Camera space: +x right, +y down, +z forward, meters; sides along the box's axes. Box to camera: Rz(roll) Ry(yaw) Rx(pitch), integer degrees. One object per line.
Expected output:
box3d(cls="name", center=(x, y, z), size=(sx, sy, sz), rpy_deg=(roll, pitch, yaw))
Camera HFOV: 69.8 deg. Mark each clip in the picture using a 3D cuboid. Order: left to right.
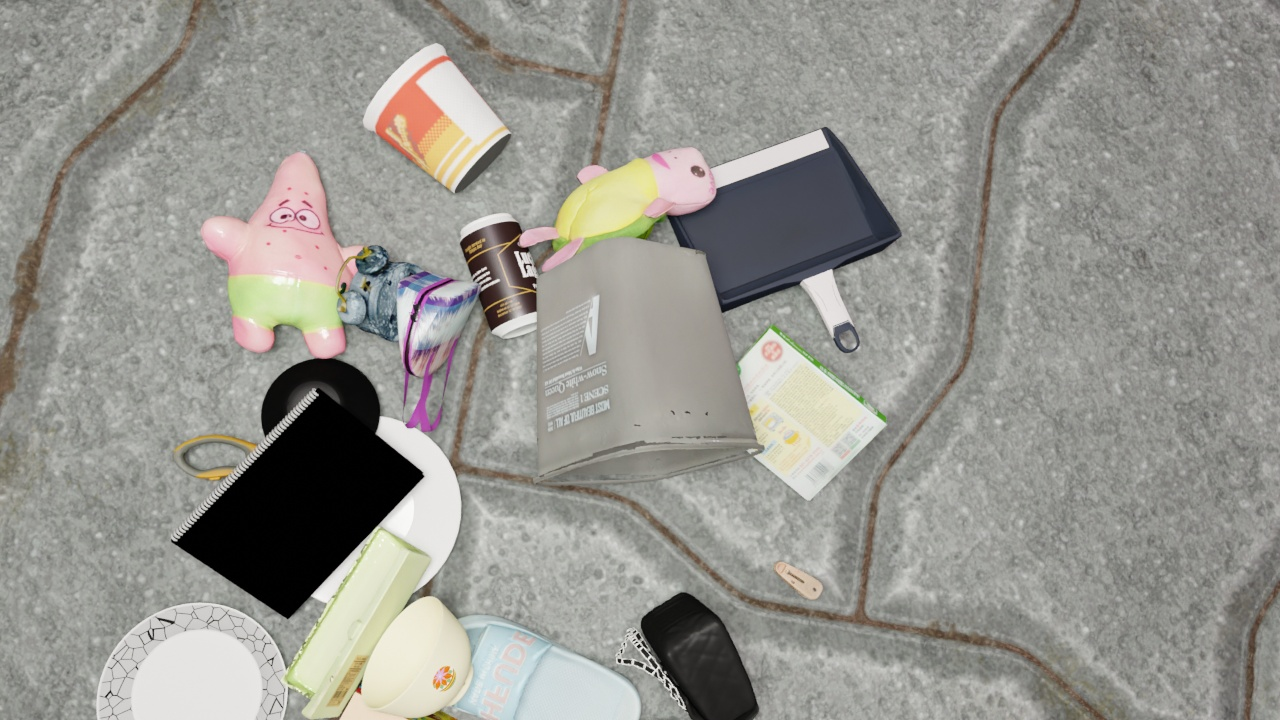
box3d(cls="clip", center=(0.181, 0.251, 1.052), size=(0.062, 0.045, 0.024), rpy_deg=(34, 78, 18))

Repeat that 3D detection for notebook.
box3d(cls="notebook", center=(-0.350, 0.149, 0.948), size=(0.206, 0.016, 0.149), rpy_deg=(-47, 114, -4))

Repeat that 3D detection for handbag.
box3d(cls="handbag", center=(-0.227, -0.004, 0.991), size=(0.068, 0.144, 0.170), rpy_deg=(14, 107, 7))
box3d(cls="handbag", center=(0.047, 0.327, 0.959), size=(0.114, 0.154, 0.125), rpy_deg=(-30, 91, -13))

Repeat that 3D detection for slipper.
box3d(cls="slipper", center=(-0.114, 0.345, 0.977), size=(0.245, 0.074, 0.104), rpy_deg=(20, 79, -5))

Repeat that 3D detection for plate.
box3d(cls="plate", center=(-0.467, 0.351, 0.963), size=(0.188, 0.016, 0.188), rpy_deg=(1, 82, -7))
box3d(cls="plate", center=(-0.303, 0.165, 1.009), size=(0.208, 0.015, 0.208), rpy_deg=(1, 82, -6))

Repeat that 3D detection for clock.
box3d(cls="clock", center=(-0.280, -0.071, 0.993), size=(0.052, 0.129, 0.090), rpy_deg=(14, 78, 25))

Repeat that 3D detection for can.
box3d(cls="can", center=(-0.152, -0.094, 1.035), size=(0.072, 0.072, 0.128), rpy_deg=(-20, 84, -9))

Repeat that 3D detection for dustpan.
box3d(cls="dustpan", center=(0.182, -0.131, 1.074), size=(0.236, 0.080, 0.273), rpy_deg=(-21, 85, -9))

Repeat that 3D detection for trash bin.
box3d(cls="trash bin", center=(-0.006, 0.006, 0.966), size=(0.197, 0.198, 0.220), rpy_deg=(5, 71, -42))

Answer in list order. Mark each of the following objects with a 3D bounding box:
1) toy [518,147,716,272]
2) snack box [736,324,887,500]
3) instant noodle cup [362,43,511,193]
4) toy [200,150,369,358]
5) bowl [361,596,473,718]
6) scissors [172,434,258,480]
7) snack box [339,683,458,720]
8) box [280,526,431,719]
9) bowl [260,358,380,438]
box3d(cls="toy", center=(-0.023, -0.170, 1.034), size=(0.237, 0.190, 0.088), rpy_deg=(-33, 123, -19))
box3d(cls="snack box", center=(0.171, 0.061, 1.041), size=(0.168, 0.027, 0.132), rpy_deg=(39, 114, 0))
box3d(cls="instant noodle cup", center=(-0.222, -0.265, 1.033), size=(0.121, 0.123, 0.123), rpy_deg=(44, 79, -7))
box3d(cls="toy", center=(-0.377, -0.122, 1.004), size=(0.191, 0.097, 0.236), rpy_deg=(7, 71, -29))
box3d(cls="bowl", center=(-0.210, 0.306, 0.915), size=(0.074, 0.118, 0.118), rpy_deg=(42, 78, -26))
box3d(cls="scissors", center=(-0.385, 0.138, 0.986), size=(0.225, 0.016, 0.224), rpy_deg=(0, 81, -9))
box3d(cls="snack box", center=(-0.241, 0.380, 0.949), size=(0.126, 0.088, 0.040), rpy_deg=(29, 79, -2))
box3d(cls="box", center=(-0.301, 0.267, 0.957), size=(0.083, 0.091, 0.187), rpy_deg=(25, 75, 21))
box3d(cls="bowl", center=(-0.343, 0.052, 0.974), size=(0.124, 0.053, 0.124), rpy_deg=(2, 78, -10))
